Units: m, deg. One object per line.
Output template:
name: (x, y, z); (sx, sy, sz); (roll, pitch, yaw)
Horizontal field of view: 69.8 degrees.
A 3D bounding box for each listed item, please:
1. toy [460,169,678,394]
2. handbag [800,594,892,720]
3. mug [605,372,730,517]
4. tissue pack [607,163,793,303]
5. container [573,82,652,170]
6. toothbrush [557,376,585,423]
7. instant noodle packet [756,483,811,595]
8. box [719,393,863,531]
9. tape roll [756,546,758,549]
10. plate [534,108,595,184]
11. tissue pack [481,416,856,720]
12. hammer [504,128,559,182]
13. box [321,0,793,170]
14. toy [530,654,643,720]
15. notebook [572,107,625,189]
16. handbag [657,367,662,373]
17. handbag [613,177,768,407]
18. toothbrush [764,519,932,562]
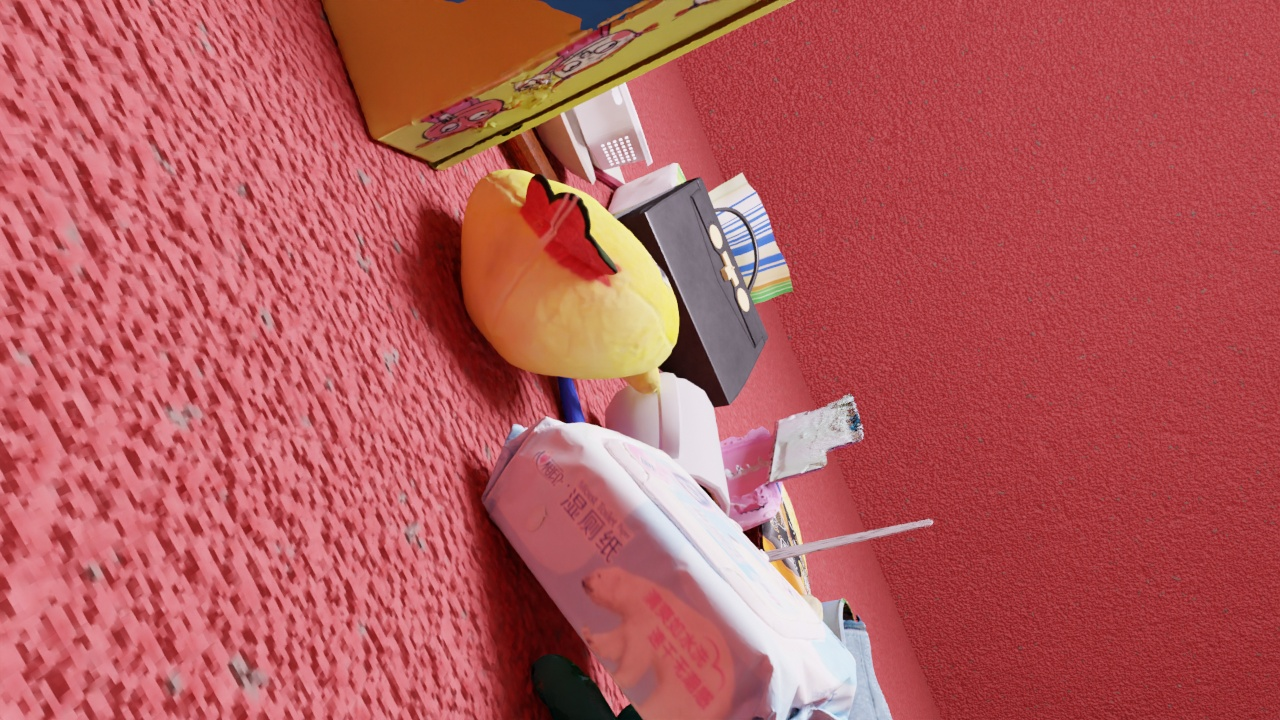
toy: (-0.039, -0.035, 0.509); (0.134, 0.092, 0.207); (43, 1, 11)
handbag: (0.095, 0.239, 0.559); (0.118, 0.122, 0.191); (54, 24, -51)
mug: (0.015, 0.055, 0.581); (0.089, 0.073, 0.105); (-95, -175, -51)
tissue pack: (0.070, -0.106, 0.944); (0.120, 0.141, 0.198); (-88, 154, -60)
container: (-0.029, -0.224, 0.846); (0.129, 0.049, 0.080); (27, 43, -84)
toothbrush: (-0.023, 0.080, 0.539); (0.016, 0.018, 0.182); (103, -28, -68)
instant noodle packet: (0.149, 0.194, 0.966); (0.220, 0.032, 0.160); (-82, 150, -66)
box: (0.116, 0.085, 0.786); (0.035, 0.160, 0.230); (66, 13, -4)
tape roll: (0.141, 0.241, 0.970); (0.093, 0.013, 0.093); (-20, 90, -78)
plate: (-0.082, -0.225, 0.730); (0.188, 0.027, 0.188); (-19, 89, -86)
tissue pack: (0.019, 0.103, 0.409); (0.182, 0.070, 0.112); (43, 6, 31)
hammer: (-0.084, -0.155, 0.647); (0.111, 0.028, 0.301); (-94, 159, -55)
box: (-0.042, -0.197, 0.454); (0.124, 0.221, 0.080); (67, 12, 4)
toy: (-0.002, 0.179, 0.370); (0.193, 0.072, 0.130); (29, 40, -56)
notebook: (-0.065, -0.251, 0.919); (0.208, 0.012, 0.153); (-5, 75, -76)
handbag: (-0.004, 0.004, 0.735); (0.119, 0.029, 0.055); (52, 18, -35)
handbag: (0.062, -0.078, 0.836); (0.195, 0.072, 0.176); (-42, 113, -47)
toothbrush: (0.099, 0.128, 0.597); (0.010, 0.182, 0.010); (-80, 150, -56)
